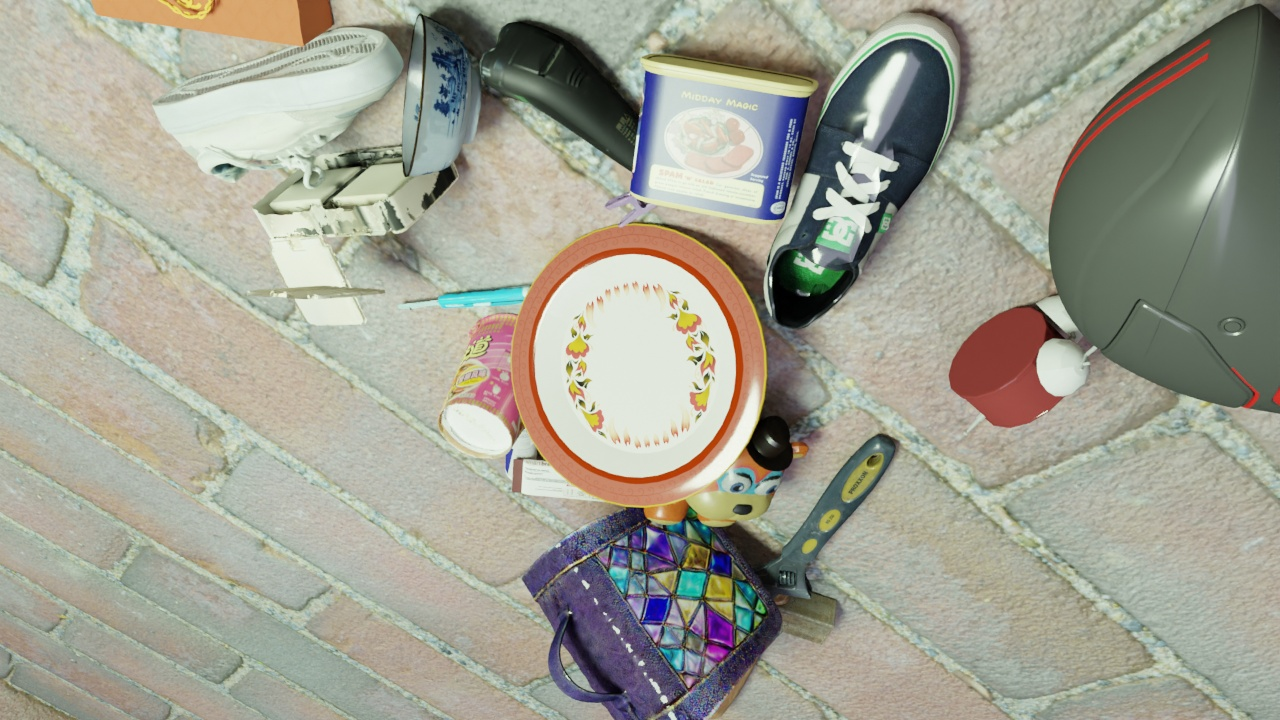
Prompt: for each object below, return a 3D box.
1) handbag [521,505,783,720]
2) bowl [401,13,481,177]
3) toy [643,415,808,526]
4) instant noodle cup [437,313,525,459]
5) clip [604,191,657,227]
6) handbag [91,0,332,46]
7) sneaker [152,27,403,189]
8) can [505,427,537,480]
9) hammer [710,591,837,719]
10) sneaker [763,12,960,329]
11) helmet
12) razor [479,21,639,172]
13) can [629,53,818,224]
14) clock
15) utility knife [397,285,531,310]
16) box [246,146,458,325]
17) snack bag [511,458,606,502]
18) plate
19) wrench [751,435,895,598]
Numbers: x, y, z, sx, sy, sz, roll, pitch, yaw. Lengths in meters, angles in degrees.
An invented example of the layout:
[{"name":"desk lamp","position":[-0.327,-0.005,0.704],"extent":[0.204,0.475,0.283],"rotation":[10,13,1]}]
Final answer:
[{"name":"handbag","position":[0.003,0.252,0.889],"extent":[0.205,0.221,0.126],"rotation":[53,135,14]},{"name":"bowl","position":[-0.141,-0.185,0.656],"extent":[0.045,0.114,0.115],"rotation":[4,139,-21]},{"name":"toy","position":[0.078,0.101,0.842],"extent":[0.112,0.096,0.177],"rotation":[7,135,-25]},{"name":"instant noodle cup","position":[-0.130,0.028,0.836],"extent":[0.098,0.108,0.098],"rotation":[10,134,10]},{"name":"clip","position":[-0.002,-0.122,0.718],"extent":[0.052,0.013,0.035],"rotation":[-19,124,29]},{"name":"handbag","position":[-0.317,-0.291,0.646],"extent":[0.172,0.060,0.109],"rotation":[12,130,10]},{"name":"sneaker","position":[-0.266,-0.186,0.706],"extent":[0.243,0.089,0.091],"rotation":[-2,130,30]},{"name":"can","position":[-0.121,0.083,0.938],"extent":[0.032,0.032,0.095],"rotation":[15,135,6]},{"name":"hammer","position":[0.111,0.352,1.099],"extent":[0.158,0.037,0.302],"rotation":[18,135,4]},{"name":"sneaker","position":[0.145,-0.114,0.624],"extent":[0.084,0.078,0.236],"rotation":[21,135,1]},{"name":"helmet","position":[0.330,-0.075,0.534],"extent":[0.170,0.163,0.265],"rotation":[10,144,27]},{"name":"razor","position":[-0.044,-0.181,0.661],"extent":[0.151,0.053,0.067],"rotation":[34,161,-23]},{"name":"can","position":[0.053,-0.150,0.622],"extent":[0.116,0.056,0.092],"rotation":[12,115,9]},{"name":"clock","position":[0.284,0.001,0.676],"extent":[0.044,0.086,0.125],"rotation":[38,135,-17]},{"name":"utility knife","position":[-0.159,-0.054,0.838],"extent":[0.152,0.015,0.022],"rotation":[-4,155,25]},{"name":"box","position":[-0.231,-0.075,0.714],"extent":[0.144,0.192,0.106],"rotation":[2,130,27]},{"name":"snack bag","position":[-0.053,0.126,0.949],"extent":[0.158,0.013,0.057],"rotation":[6,134,-3]},{"name":"plate","position":[-0.004,0.004,0.750],"extent":[0.230,0.021,0.230],"rotation":[1,93,26]},{"name":"wrench","position":[0.170,0.167,0.898],"extent":[0.073,0.022,0.274],"rotation":[24,128,-2]}]
